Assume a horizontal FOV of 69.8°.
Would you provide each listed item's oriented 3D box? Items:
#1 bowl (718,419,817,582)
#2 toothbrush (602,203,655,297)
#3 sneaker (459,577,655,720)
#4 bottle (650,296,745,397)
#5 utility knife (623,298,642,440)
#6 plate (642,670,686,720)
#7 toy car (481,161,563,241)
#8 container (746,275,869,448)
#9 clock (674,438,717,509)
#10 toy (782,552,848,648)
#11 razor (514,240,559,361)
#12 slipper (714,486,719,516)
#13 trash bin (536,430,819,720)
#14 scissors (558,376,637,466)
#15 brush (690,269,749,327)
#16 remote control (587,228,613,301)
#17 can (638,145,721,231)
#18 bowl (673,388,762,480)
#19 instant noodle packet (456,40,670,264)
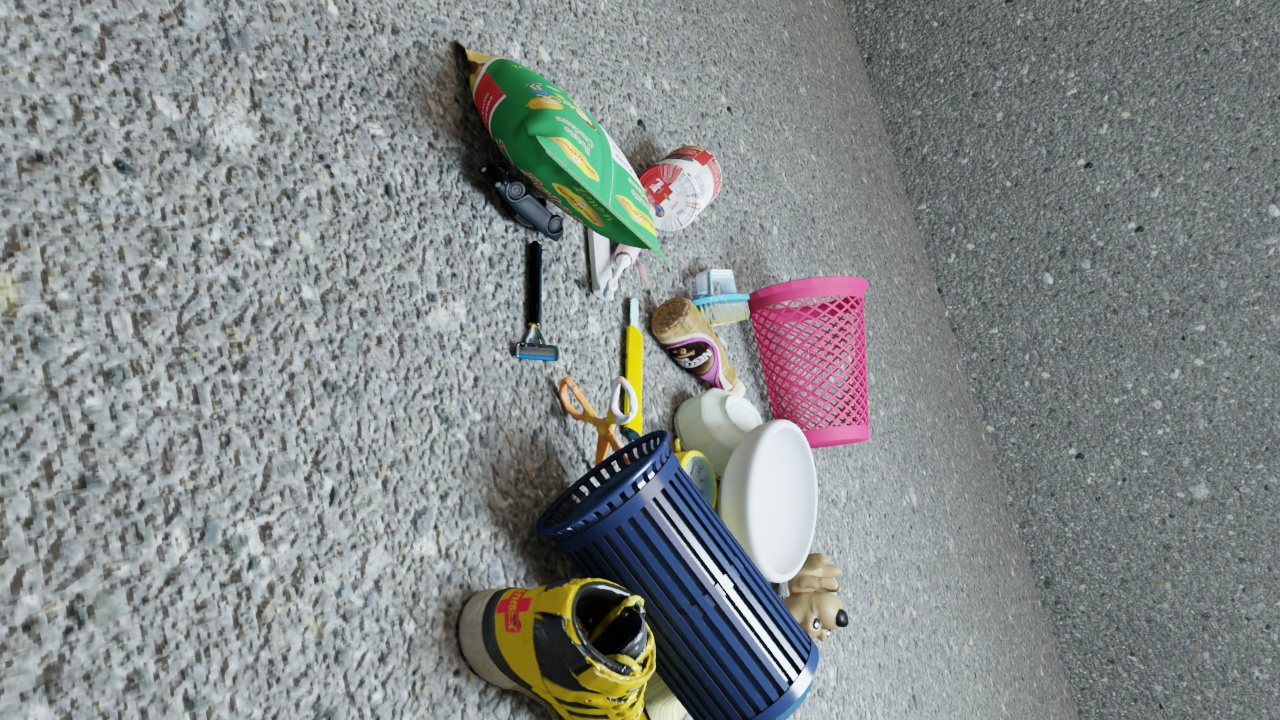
[{"bbox_3d":[0.133,0.154,1.017,0.176,0.066,0.176,5,84,-57],"label":"bowl"},{"bbox_3d":[-0.014,-0.131,1.072,0.027,0.027,0.222,29,34,-6],"label":"toothbrush"},{"bbox_3d":[-0.024,0.251,0.728,0.238,0.122,0.085,49,36,-32],"label":"sneaker"},{"bbox_3d":[0.078,-0.006,1.138,0.166,0.060,0.059,49,35,-36],"label":"bottle"},{"bbox_3d":[-0.006,0.006,1.026,0.030,0.018,0.190,44,41,-47],"label":"utility knife"},{"bbox_3d":[0.026,0.260,0.901,0.184,0.036,0.184,39,41,-45],"label":"plate"},{"bbox_3d":[-0.116,-0.155,0.910,0.046,0.034,0.112,48,6,35],"label":"toy car"},{"bbox_3d":[0.254,0.011,1.339,0.183,0.184,0.225,10,71,-58],"label":"container"},{"bbox_3d":[0.039,0.148,0.976,0.083,0.057,0.118,40,49,-43],"label":"clock"},{"bbox_3d":[0.208,0.300,1.144,0.134,0.106,0.108,43,49,-47],"label":"toy"},{"bbox_3d":[-0.102,-0.058,0.897,0.042,0.022,0.144,6,55,-15],"label":"razor"},{"bbox_3d":[0.164,0.139,1.157,0.098,0.055,0.268,50,31,7],"label":"slipper"},{"bbox_3d":[0.039,0.201,0.801,0.249,0.140,0.139,53,30,-6],"label":"trash bin"},{"bbox_3d":[-0.031,0.060,0.869,0.011,0.128,0.125,-29,79,-43],"label":"scissors"},{"bbox_3d":[0.095,-0.083,1.220,0.135,0.055,0.075,-10,86,-61],"label":"brush"},{"bbox_3d":[-0.048,-0.129,1.044,0.033,0.012,0.130,31,47,-53],"label":"remote control"},{"bbox_3d":[0.050,-0.227,1.202,0.086,0.087,0.116,63,29,-14],"label":"can"},{"bbox_3d":[0.104,0.080,1.086,0.117,0.061,0.117,25,41,-24],"label":"bowl"},{"bbox_3d":[-0.079,-0.210,0.919,0.195,0.090,0.252,36,13,-46],"label":"instant noodle packet"}]
